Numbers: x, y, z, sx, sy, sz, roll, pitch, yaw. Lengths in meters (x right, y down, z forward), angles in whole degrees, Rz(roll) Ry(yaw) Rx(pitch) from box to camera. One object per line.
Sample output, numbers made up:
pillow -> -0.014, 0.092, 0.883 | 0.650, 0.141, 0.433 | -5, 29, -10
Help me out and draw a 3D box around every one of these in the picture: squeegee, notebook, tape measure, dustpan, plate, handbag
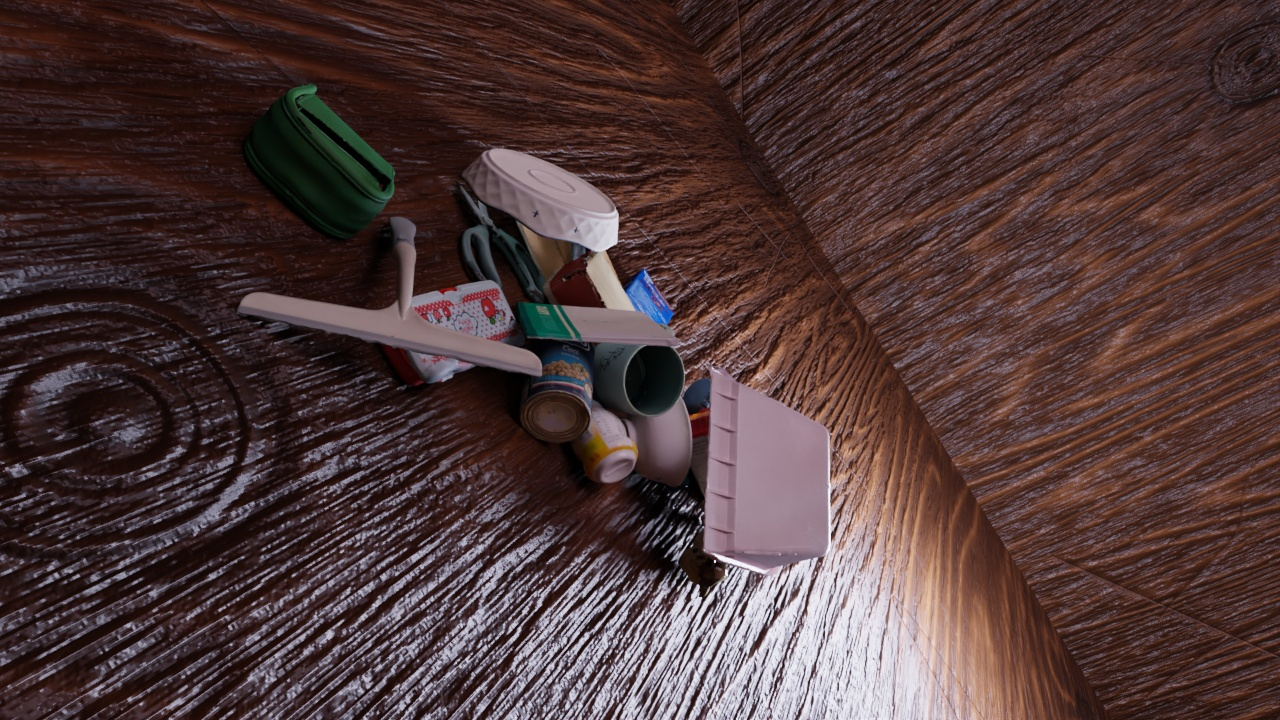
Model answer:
squeegee -> -0.216, -0.088, 0.837 | 0.246, 0.039, 0.246 | 13, 27, -21
notebook -> -0.096, -0.152, 1.238 | 0.148, 0.008, 0.207 | 67, 25, 0
tape measure -> 0.042, 0.138, 1.162 | 0.058, 0.025, 0.054 | 12, 52, -65
notebook -> -0.054, -0.039, 0.980 | 0.209, 0.150, 0.012 | -134, -132, -75
dustpan -> 0.134, 0.159, 1.139 | 0.273, 0.139, 0.222 | 21, 64, -32
plate -> -0.116, -0.203, 1.131 | 0.205, 0.046, 0.204 | 24, 20, -10
handbag -> -0.291, -0.186, 0.852 | 0.131, 0.068, 0.120 | 46, 18, -25

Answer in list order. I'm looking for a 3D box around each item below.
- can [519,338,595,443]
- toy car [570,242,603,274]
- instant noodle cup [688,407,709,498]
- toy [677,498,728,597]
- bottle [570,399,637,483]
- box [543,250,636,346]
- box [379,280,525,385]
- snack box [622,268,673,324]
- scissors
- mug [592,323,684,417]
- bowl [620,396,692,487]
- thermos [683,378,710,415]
can -> -0.087, 0.025, 0.979 | 0.075, 0.075, 0.111 | 44, 27, -31
toy car -> -0.067, -0.137, 1.229 | 0.054, 0.037, 0.120 | 38, 35, -46
instant noodle cup -> 0.115, 0.125, 1.237 | 0.116, 0.117, 0.124 | -21, 92, -67
toy -> 0.084, 0.219, 1.118 | 0.157, 0.066, 0.105 | -68, 165, -67
bottle -> -0.048, 0.081, 1.007 | 0.063, 0.063, 0.108 | 28, 23, -50
box -> -0.039, -0.052, 1.148 | 0.168, 0.079, 0.091 | 59, 22, -17
box -> -0.177, -0.030, 0.901 | 0.087, 0.049, 0.200 | 59, 22, 0
snack box -> 0.003, -0.075, 1.353 | 0.084, 0.026, 0.156 | 54, 23, -11
scissors -> -0.174, -0.128, 1.069 | 0.174, 0.019, 0.177 | 56, 24, -10
mug -> -0.006, 0.006, 1.045 | 0.082, 0.106, 0.111 | 37, 74, -28
bowl -> 0.008, 0.092, 1.082 | 0.064, 0.119, 0.118 | -2, 56, -23
thermos -> 0.147, 0.116, 1.359 | 0.220, 0.070, 0.070 | 48, 25, -22
